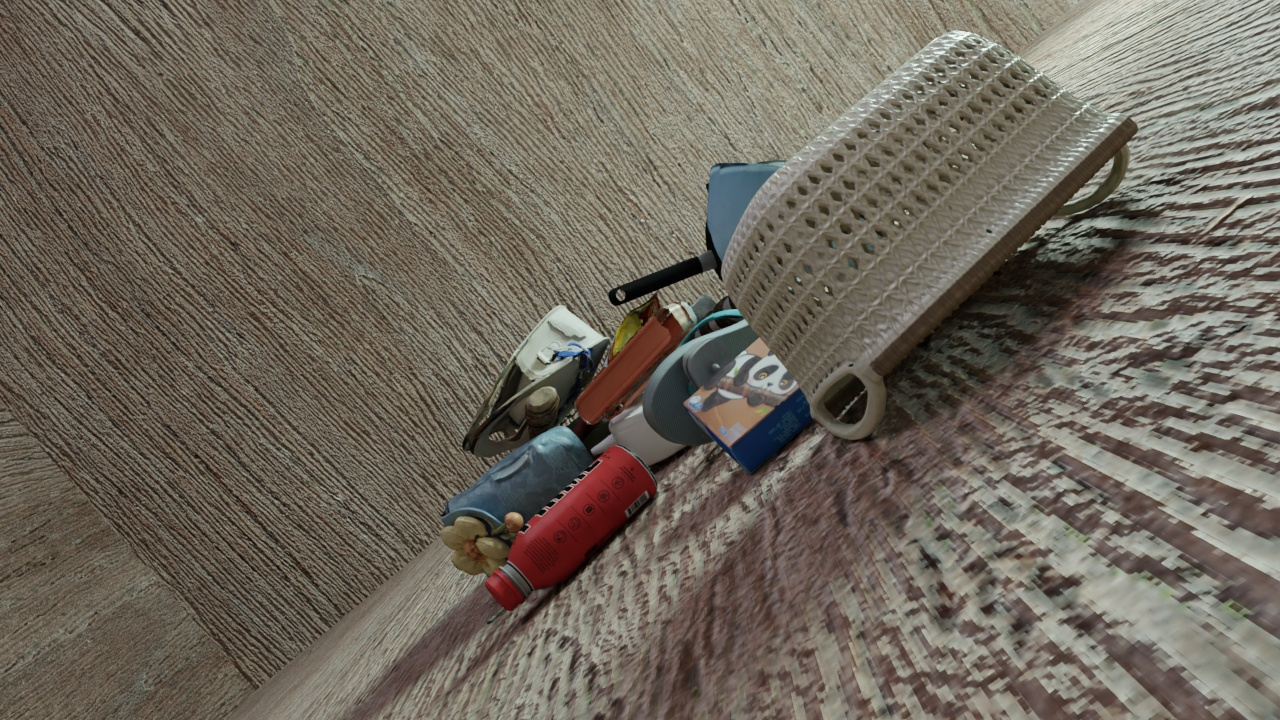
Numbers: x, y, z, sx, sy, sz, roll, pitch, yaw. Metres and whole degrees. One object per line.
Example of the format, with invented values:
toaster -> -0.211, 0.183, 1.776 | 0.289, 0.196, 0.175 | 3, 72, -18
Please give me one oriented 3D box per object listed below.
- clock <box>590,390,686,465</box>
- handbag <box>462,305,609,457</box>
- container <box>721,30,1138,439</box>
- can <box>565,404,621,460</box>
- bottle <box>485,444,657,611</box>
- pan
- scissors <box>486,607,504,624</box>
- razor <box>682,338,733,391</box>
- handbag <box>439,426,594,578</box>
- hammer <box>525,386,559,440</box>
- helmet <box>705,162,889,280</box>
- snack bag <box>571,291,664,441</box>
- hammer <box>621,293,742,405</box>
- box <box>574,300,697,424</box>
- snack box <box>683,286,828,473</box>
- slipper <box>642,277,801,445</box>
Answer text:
clock -> 0.036, 0.064, 1.003 | 0.161, 0.073, 0.125 | -29, 9, 39
handbag -> -0.128, 0.044, 1.112 | 0.199, 0.093, 0.201 | -44, -12, -41
container -> 0.169, -0.082, 0.572 | 0.245, 0.143, 0.185 | -41, -11, -18
can -> -0.043, 0.098, 1.191 | 0.074, 0.090, 0.090 | -41, 2, -1
bottle -> -0.065, 0.155, 0.835 | 0.176, 0.062, 0.062 | -41, 3, -22
pan -> 0.124, -0.148, 1.253 | 0.355, 0.204, 0.044 | -23, 8, -12
scissors -> -0.114, 0.224, 0.930 | 0.141, 0.014, 0.175 | -38, -1, -33
razor -> 0.098, 0.024, 0.772 | 0.047, 0.088, 0.116 | -41, 22, -27
handbag -> -0.130, 0.168, 1.008 | 0.192, 0.122, 0.118 | -35, 3, 16
hammer -> -0.121, 0.126, 1.138 | 0.121, 0.049, 0.319 | -37, -23, -25
helmet -> 0.188, -0.161, 1.112 | 0.265, 0.226, 0.167 | 7, -89, -70
snack bag -> -0.031, 0.008, 1.090 | 0.208, 0.066, 0.138 | -44, 25, 60
hammer -> 0.086, -0.036, 1.095 | 0.176, 0.079, 0.327 | -47, 1, -27
box -> -0.009, 0.006, 0.936 | 0.187, 0.056, 0.059 | -49, 29, 40
snack box -> 0.112, 0.010, 0.693 | 0.151, 0.034, 0.087 | -41, 29, -3
slipper -> 0.091, 0.000, 0.885 | 0.268, 0.098, 0.055 | -32, 24, -35
